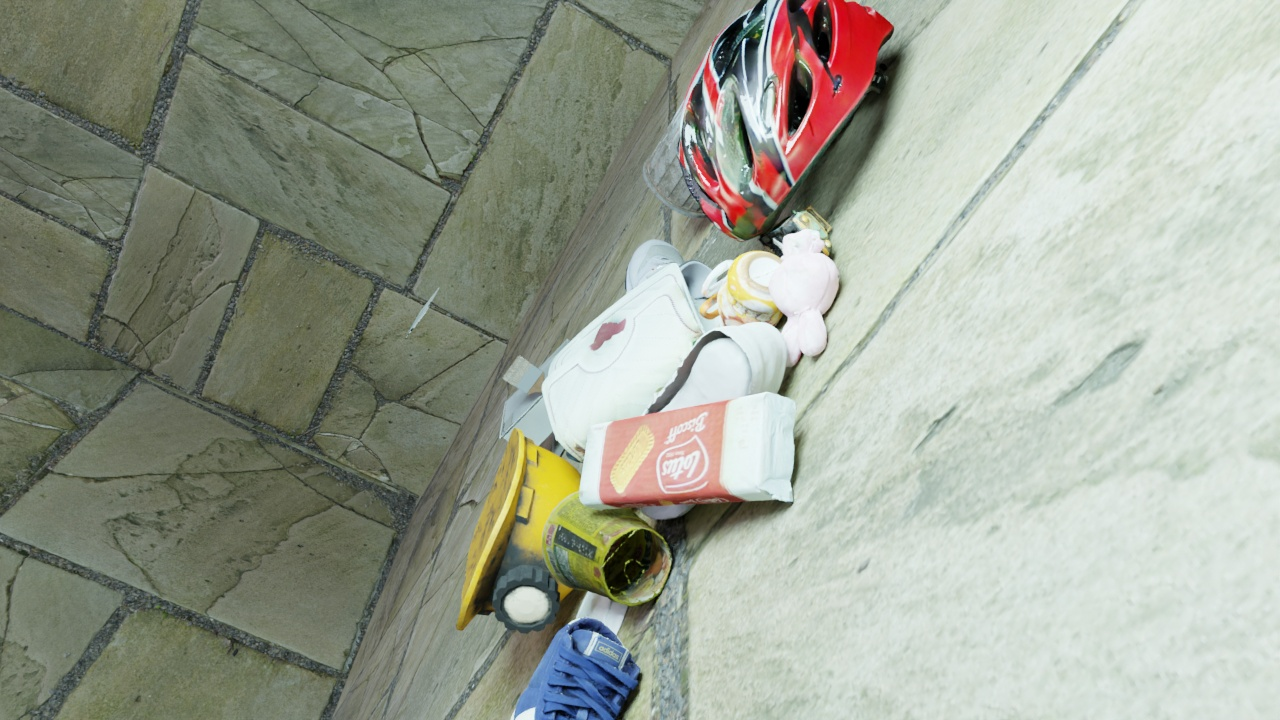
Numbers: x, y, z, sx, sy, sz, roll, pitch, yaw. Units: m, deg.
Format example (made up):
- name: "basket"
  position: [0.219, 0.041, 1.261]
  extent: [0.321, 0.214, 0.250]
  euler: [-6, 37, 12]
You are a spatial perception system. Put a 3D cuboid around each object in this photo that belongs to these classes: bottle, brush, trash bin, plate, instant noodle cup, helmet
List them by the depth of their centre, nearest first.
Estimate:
- name: "instant noodle cup"
  position: [-0.025, 0.173, 0.833]
  extent: [0.108, 0.102, 0.102]
  euler: [9, 71, 64]
- name: "bottle"
  position: [0.102, -0.052, 0.854]
  extent: [0.109, 0.063, 0.063]
  euler: [109, 180, -58]
- name: "helmet"
  position: [0.129, -0.239, 0.878]
  extent: [0.271, 0.167, 0.218]
  euler: [-66, 10, -29]
- name: "plate"
  position: [-0.044, 0.253, 0.913]
  extent: [0.135, 0.011, 0.134]
  euler: [-57, 14, 22]
- name: "helmet"
  position: [-0.113, 0.197, 1.020]
  extent: [0.255, 0.131, 0.206]
  euler: [-98, 28, -68]
- name: "trash bin"
  position: [0.104, -0.305, 1.214]
  extent: [0.212, 0.131, 0.130]
  euler: [-52, 16, 44]
- name: "brush"
  position: [-0.143, 0.050, 1.421]
  extent: [0.045, 0.143, 0.008]
  euler: [-51, 16, 11]

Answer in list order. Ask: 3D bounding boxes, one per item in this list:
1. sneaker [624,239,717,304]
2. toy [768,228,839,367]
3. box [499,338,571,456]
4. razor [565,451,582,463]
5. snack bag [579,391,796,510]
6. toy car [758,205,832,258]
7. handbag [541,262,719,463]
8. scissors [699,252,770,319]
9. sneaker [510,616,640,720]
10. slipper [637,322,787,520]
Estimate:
- name: "sneaker"
  position: [0.043, -0.084, 1.125]
  extent: [0.125, 0.088, 0.239]
  euler: [-43, 31, 44]
- name: "toy"
  position: [0.135, -0.051, 0.757]
  extent: [0.064, 0.047, 0.110]
  euler: [-15, 66, 61]
- name: "box"
  position: [-0.022, 0.130, 1.551]
  extent: [0.172, 0.403, 0.168]
  euler: [-59, 12, 14]
- name: "razor"
  position: [-0.044, 0.084, 1.199]
  extent: [0.143, 0.047, 0.052]
  euler: [-54, 39, 22]
- name: "snack bag"
  position: [0.030, 0.079, 0.739]
  extent: [0.226, 0.041, 0.077]
  euler: [-16, 63, 51]
- name: "toy car"
  position: [0.147, -0.115, 0.835]
  extent: [0.047, 0.047, 0.112]
  euler: [-48, 7, -6]
- name: "handbag"
  position: [-0.006, 0.006, 0.962]
  extent: [0.199, 0.096, 0.141]
  euler: [-37, 32, 19]
- name: "scissors"
  position: [0.105, -0.090, 0.890]
  extent: [0.130, 0.013, 0.070]
  euler: [-38, -31, -21]
- name: "sneaker"
  position: [-0.047, 0.286, 0.704]
  extent: [0.118, 0.091, 0.233]
  euler: [-59, 5, 5]
- name: "slipper"
  position: [0.048, 0.055, 0.805]
  extent: [0.112, 0.074, 0.248]
  euler: [62, 140, 31]
